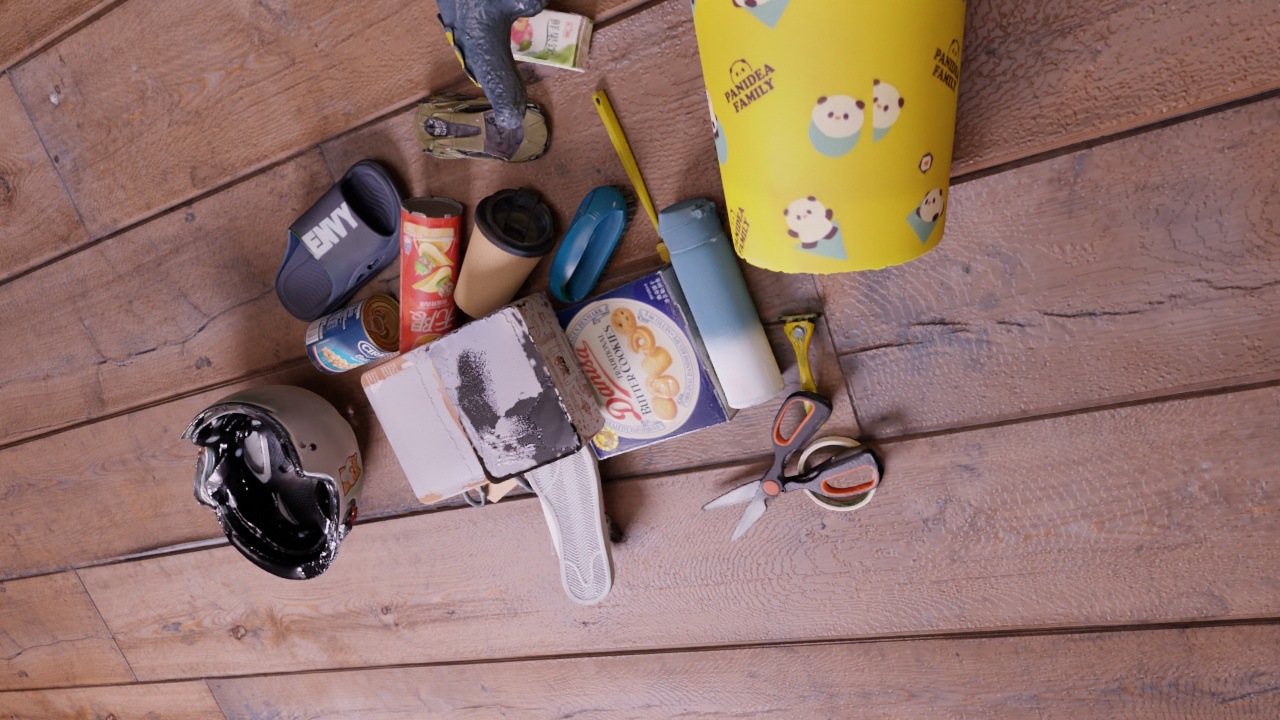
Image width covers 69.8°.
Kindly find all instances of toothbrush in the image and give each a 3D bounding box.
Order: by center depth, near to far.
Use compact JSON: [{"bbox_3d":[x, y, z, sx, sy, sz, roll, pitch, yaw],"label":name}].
[{"bbox_3d":[-0.006,-0.189,0.955,0.016,0.016,0.190,-18,103,28],"label":"toothbrush"}]

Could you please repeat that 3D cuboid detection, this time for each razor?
[{"bbox_3d":[0.176,0.014,0.959,0.043,0.028,0.133,-6,111,22],"label":"razor"}]

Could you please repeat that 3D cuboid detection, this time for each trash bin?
[{"bbox_3d":[0.156,-0.222,0.759,0.230,0.228,0.255,3,118,23],"label":"trash bin"}]

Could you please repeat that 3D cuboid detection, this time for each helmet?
[{"bbox_3d":[-0.464,0.142,1.222,0.230,0.156,0.274,9,126,18],"label":"helmet"}]

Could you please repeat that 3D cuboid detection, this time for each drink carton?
[{"bbox_3d":[-0.111,-0.328,0.925,0.122,0.045,0.053,15,104,15],"label":"drink carton"}]

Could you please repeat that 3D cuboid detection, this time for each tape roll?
[{"bbox_3d":[0.214,0.123,0.994,0.086,0.013,0.086,9,115,21],"label":"tape roll"}]

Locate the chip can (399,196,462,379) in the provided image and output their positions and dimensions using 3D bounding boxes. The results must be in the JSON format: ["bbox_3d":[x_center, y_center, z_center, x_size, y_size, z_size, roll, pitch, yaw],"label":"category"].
[{"bbox_3d":[-0.249,-0.080,1.079,0.073,0.073,0.217,16,117,17],"label":"chip can"}]

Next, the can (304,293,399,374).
[{"bbox_3d":[-0.355,-0.031,1.145,0.111,0.075,0.075,-17,104,29],"label":"can"}]

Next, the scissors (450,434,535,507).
[{"bbox_3d":[-0.196,0.120,1.145,0.159,0.014,0.181,12,126,2],"label":"scissors"}]

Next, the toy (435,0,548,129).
[{"bbox_3d":[-0.135,-0.400,0.855,0.138,0.091,0.356,13,96,24],"label":"toy"}]

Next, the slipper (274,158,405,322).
[{"bbox_3d":[-0.377,-0.127,1.110,0.110,0.083,0.269,48,123,-4],"label":"slipper"}]

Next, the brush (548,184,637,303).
[{"bbox_3d":[-0.059,-0.120,0.976,0.055,0.073,0.144,37,122,11],"label":"brush"}]

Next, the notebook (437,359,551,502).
[{"bbox_3d":[-0.177,0.082,1.131,0.149,0.012,0.212,39,123,-16],"label":"notebook"}]

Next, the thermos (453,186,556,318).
[{"bbox_3d":[-0.155,-0.114,1.018,0.093,0.092,0.144,39,130,4],"label":"thermos"}]

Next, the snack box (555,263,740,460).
[{"bbox_3d":[-0.006,0.006,1.024,0.183,0.045,0.178,-20,102,29],"label":"snack box"}]

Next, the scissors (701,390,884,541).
[{"bbox_3d":[0.153,0.117,0.999,0.225,0.021,0.204,-5,112,29],"label":"scissors"}]

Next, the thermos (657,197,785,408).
[{"bbox_3d":[0.082,-0.060,0.946,0.070,0.070,0.220,-17,103,29],"label":"thermos"}]

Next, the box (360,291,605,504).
[{"bbox_3d":[-0.190,0.053,1.031,0.261,0.082,0.177,-22,96,24],"label":"box"}]

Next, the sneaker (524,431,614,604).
[{"bbox_3d":[-0.080,0.166,1.110,0.089,0.090,0.242,-14,95,6],"label":"sneaker"}]

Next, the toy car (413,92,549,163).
[{"bbox_3d":[-0.172,-0.251,0.990,0.158,0.042,0.070,6,114,19],"label":"toy car"}]
